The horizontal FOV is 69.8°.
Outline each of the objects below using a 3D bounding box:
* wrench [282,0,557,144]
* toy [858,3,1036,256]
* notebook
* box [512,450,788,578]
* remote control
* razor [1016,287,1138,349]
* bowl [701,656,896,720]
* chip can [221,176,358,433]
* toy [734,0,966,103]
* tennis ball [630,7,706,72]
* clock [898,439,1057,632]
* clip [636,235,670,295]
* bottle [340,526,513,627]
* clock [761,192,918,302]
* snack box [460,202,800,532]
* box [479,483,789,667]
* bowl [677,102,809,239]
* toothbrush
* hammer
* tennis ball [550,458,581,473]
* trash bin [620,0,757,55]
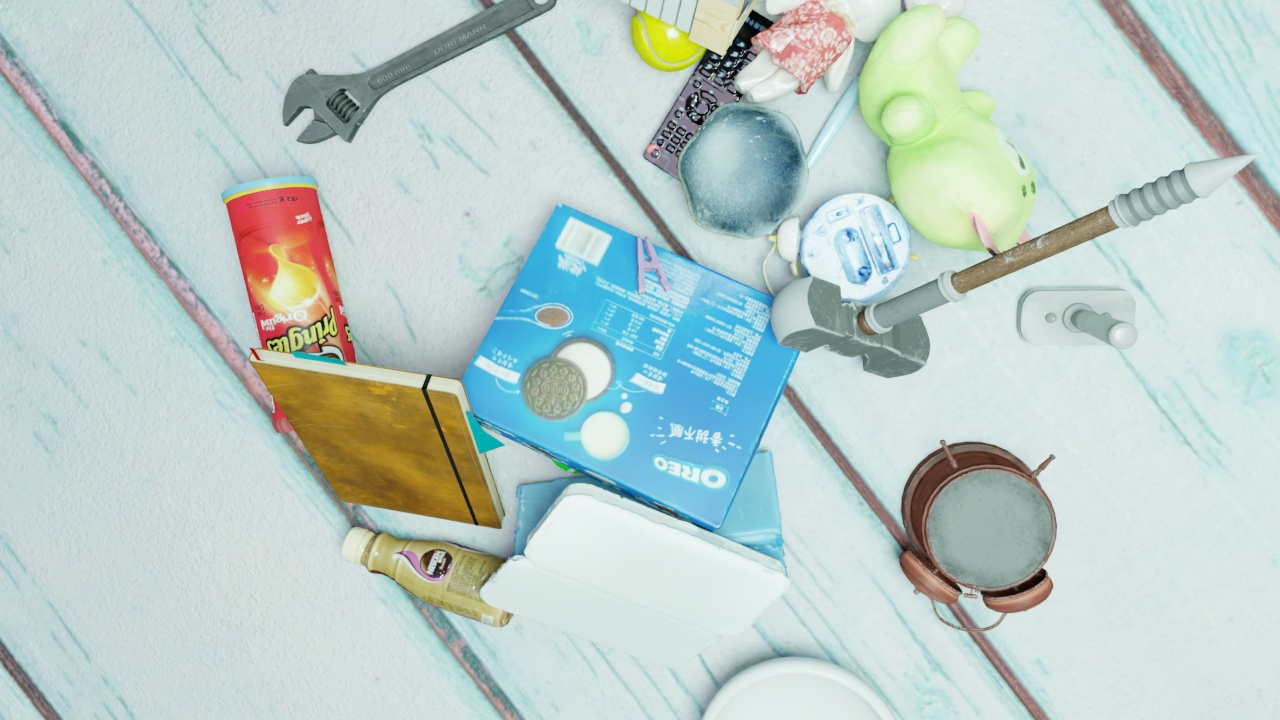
[{"bbox_3d":[-0.198,-0.266,0.814,0.273,0.018,0.073,-24,92,8],"label":"wrench"},{"bbox_3d":[0.235,-0.165,0.710,0.107,0.149,0.197,-11,95,37],"label":"toy"},{"bbox_3d":[-0.199,0.070,0.755,0.178,0.250,0.014,9,56,7],"label":"notebook"},{"bbox_3d":[0.012,0.160,0.818,0.232,0.094,0.112,-9,137,7],"label":"box"},{"bbox_3d":[0.061,-0.225,0.780,0.047,0.022,0.150,34,101,3],"label":"remote control"},{"bbox_3d":[0.352,-0.027,0.709,0.088,0.116,0.047,0,100,8],"label":"razor"},{"bbox_3d":[0.138,0.337,0.801,0.177,0.066,0.176,1,96,8],"label":"bowl"},{"bbox_3d":[-0.305,-0.048,0.816,0.087,0.087,0.213,-12,93,9],"label":"chip can"},{"bbox_3d":[0.156,-0.278,0.726,0.159,0.084,0.194,41,94,-15],"label":"toy"},{"bbox_3d":[0.025,-0.272,0.756,0.065,0.065,0.065,1,96,8],"label":"tennis ball"},{"bbox_3d":[0.279,0.146,0.759,0.120,0.072,0.158,7,96,7],"label":"clock"},{"bbox_3d":[0.012,-0.075,0.747,0.043,0.014,0.051,14,73,1],"label":"clip"},{"bbox_3d":[-0.191,0.191,0.837,0.166,0.059,0.060,16,98,7],"label":"bottle"},{"bbox_3d":[0.162,-0.087,0.763,0.125,0.052,0.089,-21,93,10],"label":"clock"},{"bbox_3d":[-0.004,0.004,0.757,0.239,0.056,0.195,25,74,5],"label":"snack box"},{"bbox_3d":[-0.009,0.188,0.754,0.209,0.045,0.192,27,130,-19],"label":"box"},{"bbox_3d":[0.079,-0.159,0.759,0.110,0.055,0.110,-4,112,-11],"label":"bowl"},{"bbox_3d":[0.146,-0.174,0.775,0.016,0.022,0.155,25,102,-38],"label":"toothbrush"},{"bbox_3d":[0.246,-0.065,0.628,0.156,0.323,0.043,15,64,-31],"label":"hammer"},{"bbox_3d":[-0.052,0.066,0.802,0.065,0.065,0.065,1,96,8],"label":"tennis ball"},{"bbox_3d":[-0.004,-0.375,0.682,0.247,0.143,0.142,27,63,5],"label":"trash bin"}]
